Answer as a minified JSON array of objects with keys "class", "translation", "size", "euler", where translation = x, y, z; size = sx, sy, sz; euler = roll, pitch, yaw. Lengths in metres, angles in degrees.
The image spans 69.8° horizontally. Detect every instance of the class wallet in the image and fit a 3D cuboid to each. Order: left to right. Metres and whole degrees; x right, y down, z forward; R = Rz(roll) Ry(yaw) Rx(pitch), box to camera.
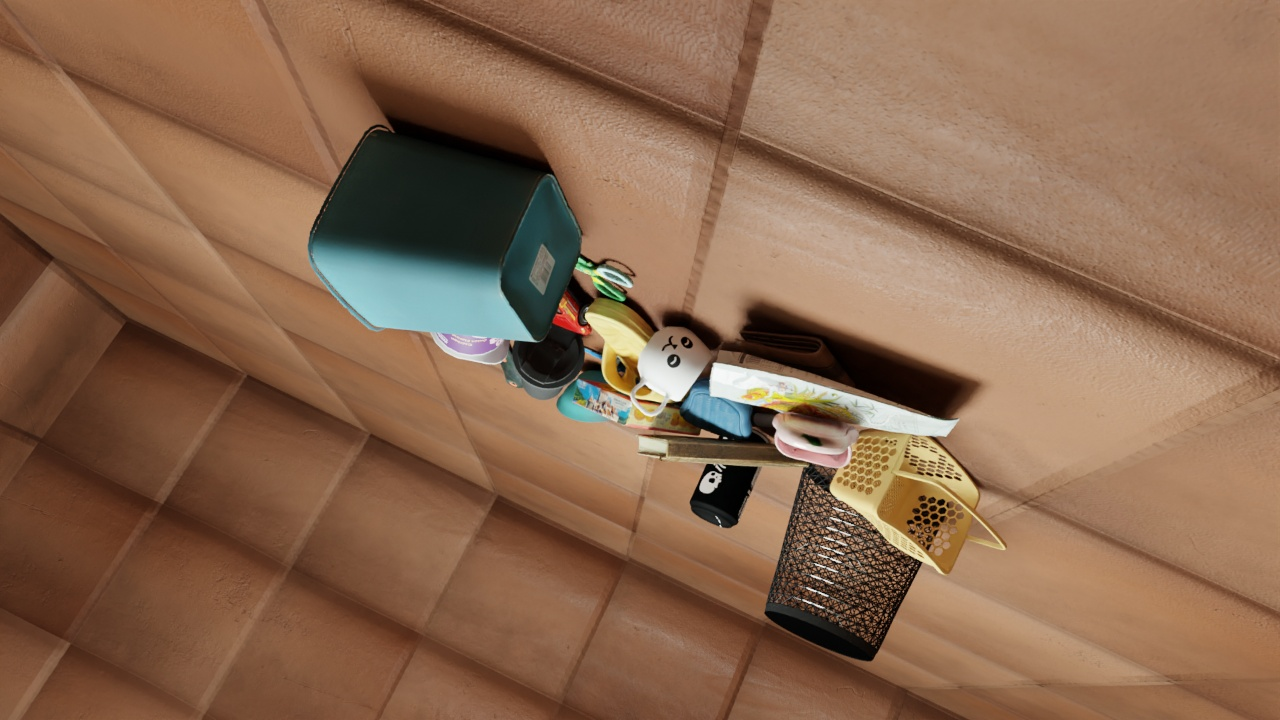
[{"class":"wallet","translation":[0.182,0.001,1.086],"size":[0.121,0.026,0.098],"euler":[8,157,41]}]

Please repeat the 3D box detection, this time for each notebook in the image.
[{"class":"notebook","translation":[0.116,0.127,1.275],"size":[0.215,0.034,0.190],"euler":[5,177,-15]}]

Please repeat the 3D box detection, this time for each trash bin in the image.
[{"class":"trash bin","translation":[-0.203,-0.128,1.022],"size":[0.219,0.198,0.197],"euler":[12,157,19]},{"class":"trash bin","translation":[0.301,0.286,1.334],"size":[0.217,0.242,0.217],"euler":[23,161,9]}]

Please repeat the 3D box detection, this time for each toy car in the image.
[{"class":"toy car","translation":[-0.128,-0.092,1.195],"size":[0.082,0.056,0.189],"euler":[23,165,33]}]

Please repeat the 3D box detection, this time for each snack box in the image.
[{"class":"snack box","translation":[-0.003,0.070,1.363],"size":[0.142,0.040,0.145],"euler":[12,-175,-37]}]

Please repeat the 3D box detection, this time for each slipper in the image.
[{"class":"slipper","translation":[-0.008,0.007,1.268],"size":[0.100,0.078,0.263],"euler":[18,161,32]},{"class":"slipper","translation":[0.109,0.061,1.229],"size":[0.104,0.059,0.214],"euler":[24,166,6]},{"class":"slipper","translation":[0.206,0.095,1.102],"size":[0.107,0.055,0.221],"euler":[12,180,13]}]

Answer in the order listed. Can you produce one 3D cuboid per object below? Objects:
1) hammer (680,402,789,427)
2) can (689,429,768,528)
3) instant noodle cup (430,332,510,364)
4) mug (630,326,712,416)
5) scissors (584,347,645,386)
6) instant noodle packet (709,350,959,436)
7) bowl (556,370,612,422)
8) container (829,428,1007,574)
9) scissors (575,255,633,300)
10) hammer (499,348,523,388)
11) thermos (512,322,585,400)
[{"class":"hammer","translation":[0.152,0.082,1.327],"size":[0.125,0.029,0.312],"euler":[39,158,-33]},{"class":"can","translation":[0.137,0.178,1.412],"size":[0.080,0.145,0.080],"euler":[23,161,9]},{"class":"instant noodle cup","translation":[-0.230,-0.075,1.293],"size":[0.137,0.121,0.122],"euler":[51,154,11]},{"class":"mug","translation":[0.031,0.013,1.162],"size":[0.076,0.123,0.090],"euler":[36,161,3]},{"class":"scissors","translation":[-0.034,0.009,1.401],"size":[0.125,0.013,0.130],"euler":[25,161,5]},{"class":"instant noodle packet","translation":[0.214,0.048,1.052],"size":[0.269,0.057,0.147],"euler":[16,174,11]},{"class":"bowl","translation":[-0.074,0.048,1.461],"size":[0.121,0.120,0.046],"euler":[16,121,28]},{"class":"container","translation":[0.357,0.174,1.152],"size":[0.183,0.129,0.167],"euler":[39,164,-32]},{"class":"scissors","translation":[-0.059,-0.113,1.121],"size":[0.129,0.012,0.117],"euler":[37,161,-25]},{"class":"hammer","translation":[-0.237,-0.018,1.569],"size":[0.133,0.033,0.333],"euler":[21,161,10]},{"class":"thermos","translation":[-0.147,0.009,1.424],"size":[0.106,0.105,0.219],"euler":[27,166,-2]}]
